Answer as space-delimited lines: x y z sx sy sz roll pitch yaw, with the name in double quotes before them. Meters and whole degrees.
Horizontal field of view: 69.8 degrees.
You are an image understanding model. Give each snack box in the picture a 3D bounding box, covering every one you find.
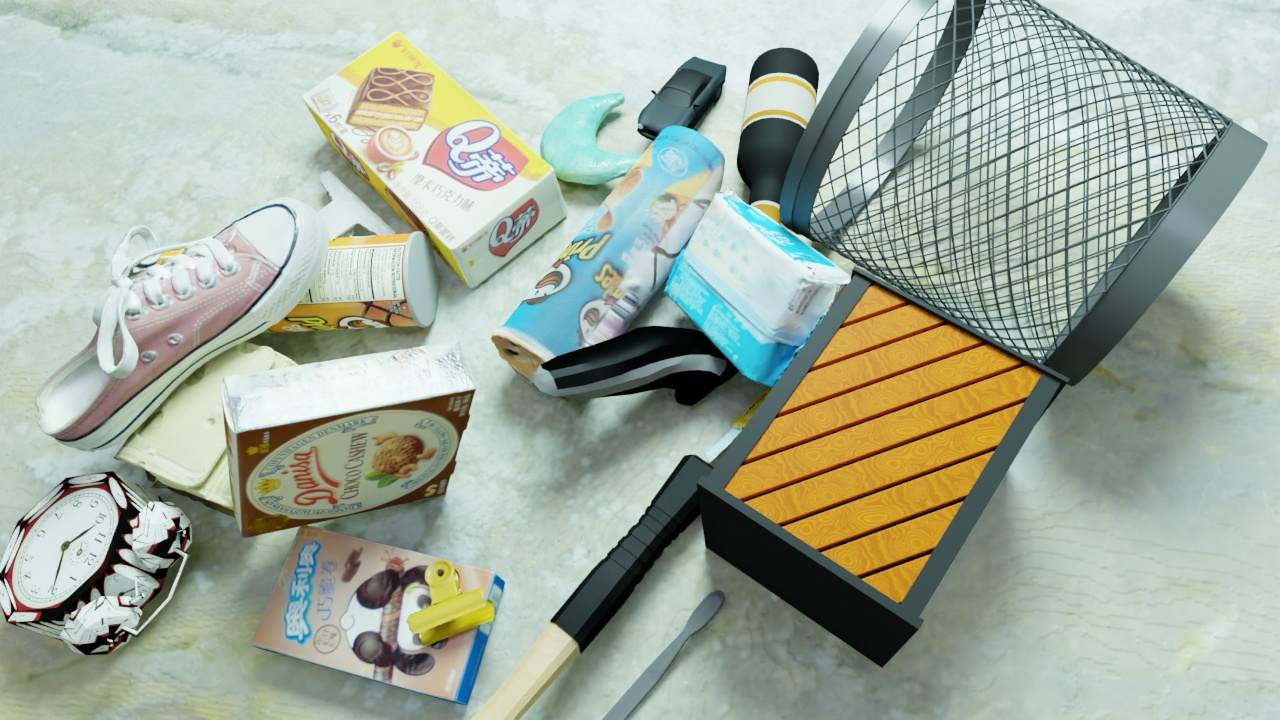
"snack box" -0.177 -0.177 0.787 0.110 0.062 0.230 -40 66 -13
"snack box" -0.178 0.173 0.631 0.151 0.034 0.087 10 66 12
"snack box" -0.192 0.054 0.604 0.146 0.143 0.041 -10 59 -27

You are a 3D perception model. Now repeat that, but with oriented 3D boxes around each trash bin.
"trash bin" 0.145 0.071 0.584 0.140 0.140 0.171 32 71 20
"trash bin" 0.254 -0.124 0.631 0.227 0.218 0.217 37 73 17

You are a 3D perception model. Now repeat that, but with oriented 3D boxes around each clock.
"clock" -0.371 0.146 0.647 0.155 0.065 0.114 12 65 29

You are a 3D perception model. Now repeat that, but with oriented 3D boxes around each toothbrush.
"toothbrush" -0.001 0.216 0.602 0.013 0.013 0.167 39 75 22

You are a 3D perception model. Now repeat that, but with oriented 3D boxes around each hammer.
"hammer" -0.057 0.187 0.578 0.039 0.131 0.327 34 63 20

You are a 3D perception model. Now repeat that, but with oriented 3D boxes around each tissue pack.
"tissue pack" 0.081 -0.054 0.656 0.061 0.093 0.144 2 35 -41

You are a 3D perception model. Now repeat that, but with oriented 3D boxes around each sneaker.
"sneaker" -0.331 -0.038 0.638 0.241 0.088 0.118 -43 62 -7

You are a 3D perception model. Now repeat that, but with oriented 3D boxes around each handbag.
"handbag" -0.311 0.049 0.682 0.111 0.081 0.119 16 68 20

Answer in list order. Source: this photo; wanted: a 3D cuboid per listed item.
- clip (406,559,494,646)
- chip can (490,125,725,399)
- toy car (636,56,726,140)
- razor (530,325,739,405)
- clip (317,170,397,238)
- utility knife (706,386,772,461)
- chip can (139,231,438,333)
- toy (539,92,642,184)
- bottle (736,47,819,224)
"clip" -0.127 0.155 0.597 0.054 0.045 0.049 -21 89 -3
"chip can" -0.016 -0.078 0.713 0.080 0.080 0.229 30 70 19
"toy car" 0.037 -0.227 0.792 0.046 0.034 0.111 22 54 16
"razor" -0.004 0.004 0.653 0.156 0.060 0.057 1 19 -33
"clip" -0.257 -0.113 0.795 0.058 0.050 0.102 -45 67 -8
"utility knife" 0.112 0.014 0.680 0.178 0.030 0.017 -46 103 -13
"chip can" -0.277 -0.059 0.733 0.215 0.075 0.075 -2 64 6
"toy" -0.044 -0.187 0.789 0.085 0.033 0.105 -19 55 3
"bottle" 0.109 -0.169 0.750 0.059 0.059 0.181 6 65 10
